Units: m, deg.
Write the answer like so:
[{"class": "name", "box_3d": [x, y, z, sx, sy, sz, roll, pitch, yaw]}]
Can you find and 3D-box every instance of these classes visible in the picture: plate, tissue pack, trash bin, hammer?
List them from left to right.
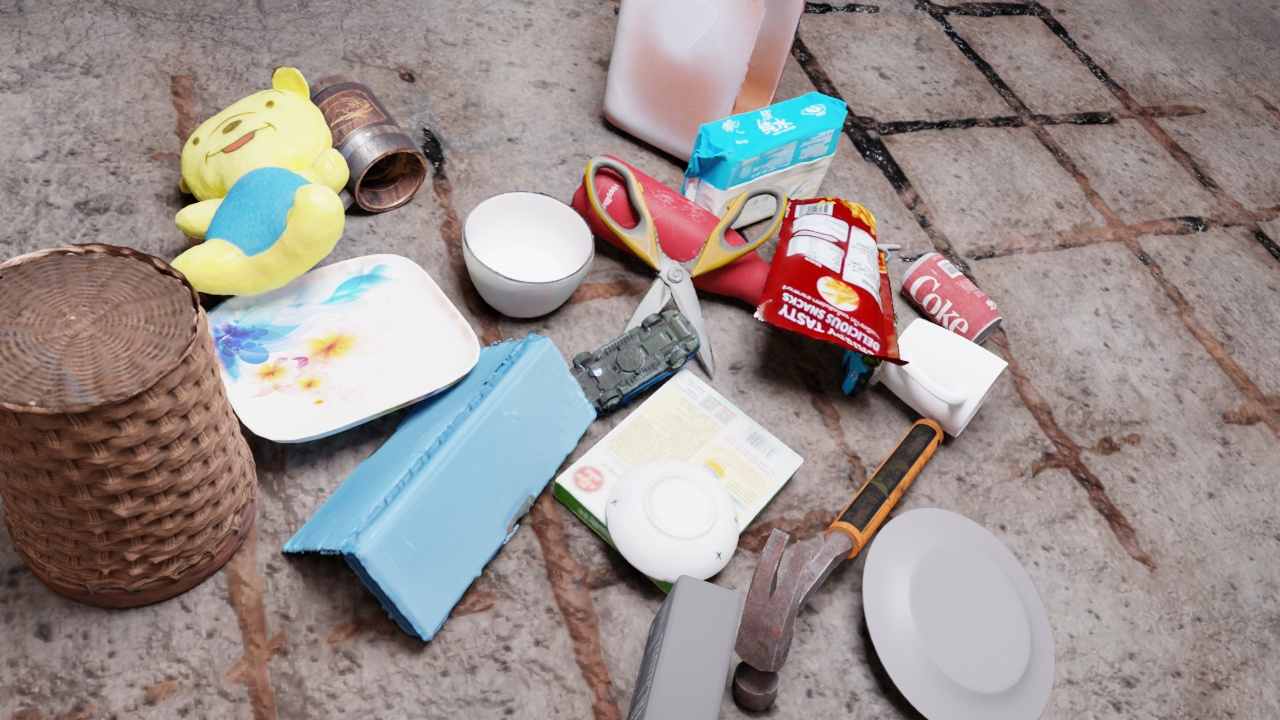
[{"class": "trash bin", "box_3d": [-0.324, 0.039, 0.560, 0.151, 0.211, 0.151, 8, 50, -10]}, {"class": "plate", "box_3d": [-0.238, -0.013, 0.730, 0.186, 0.016, 0.187, -23, 49, -26]}, {"class": "plate", "box_3d": [0.028, 0.113, 0.686, 0.104, 0.026, 0.104, 8, 52, -11]}, {"class": "trash bin", "box_3d": [0.073, -0.353, 0.962, 0.157, 0.260, 0.181, 26, 50, 10]}, {"class": "tissue pack", "box_3d": [0.119, -0.199, 0.941, 0.208, 0.117, 0.066, -26, 59, -32]}, {"class": "hammer", "box_3d": [0.167, 0.119, 0.710, 0.035, 0.138, 0.313, 24, 38, 28]}, {"class": "plate", "box_3d": [0.249, 0.196, 0.702, 0.178, 0.012, 0.178, 12, 57, -20]}]

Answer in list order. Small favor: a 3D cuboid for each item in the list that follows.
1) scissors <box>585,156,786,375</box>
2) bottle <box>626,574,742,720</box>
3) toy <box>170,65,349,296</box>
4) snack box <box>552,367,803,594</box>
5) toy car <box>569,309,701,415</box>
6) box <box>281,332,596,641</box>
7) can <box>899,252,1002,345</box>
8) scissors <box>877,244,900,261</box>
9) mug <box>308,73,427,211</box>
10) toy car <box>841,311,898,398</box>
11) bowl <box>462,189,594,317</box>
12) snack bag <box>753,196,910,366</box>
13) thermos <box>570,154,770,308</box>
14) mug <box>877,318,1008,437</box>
[{"class": "scissors", "box_3d": [0.028, -0.101, 0.828, 0.229, 0.016, 0.225, 42, 82, 0]}, {"class": "bottle", "box_3d": [0.018, 0.235, 0.585, 0.046, 0.084, 0.173, 19, 50, 0]}, {"class": "toy", "box_3d": [-0.321, -0.146, 0.777, 0.149, 0.084, 0.213, -25, 53, -5]}, {"class": "snack box", "box_3d": [0.033, 0.093, 0.739, 0.132, 0.027, 0.167, 39, 52, 16]}, {"class": "toy car", "box_3d": [-0.005, 0.005, 0.783, 0.120, 0.044, 0.056, -30, 70, -14]}, {"class": "box", "box_3d": [-0.145, 0.086, 0.692, 0.112, 0.094, 0.230, -5, 37, 40]}, {"class": "can", "box_3d": [0.313, -0.060, 0.926, 0.053, 0.054, 0.096, -25, 62, -31]}, {"class": "scissors", "box_3d": [0.219, -0.091, 0.950, 0.147, 0.014, 0.141, 4, 49, -14]}, {"class": "mug", "box_3d": [-0.274, -0.191, 0.857, 0.115, 0.080, 0.107, -38, 68, -6]}, {"class": "toy car", "box_3d": [0.212, -0.010, 0.862, 0.032, 0.048, 0.105, 28, 51, 10]}, {"class": "bowl", "box_3d": [-0.103, -0.089, 0.821, 0.116, 0.066, 0.116, 7, 51, -9]}, {"class": "snack bag", "box_3d": [0.180, -0.078, 0.843, 0.139, 0.067, 0.207, 25, 36, -7]}, {"class": "thermos", "box_3d": [0.049, -0.110, 0.877, 0.240, 0.073, 0.073, 30, 50, -1]}, {"class": "mug", "box_3d": [0.265, 0.014, 0.825, 0.087, 0.081, 0.114, 36, 21, 21]}]
